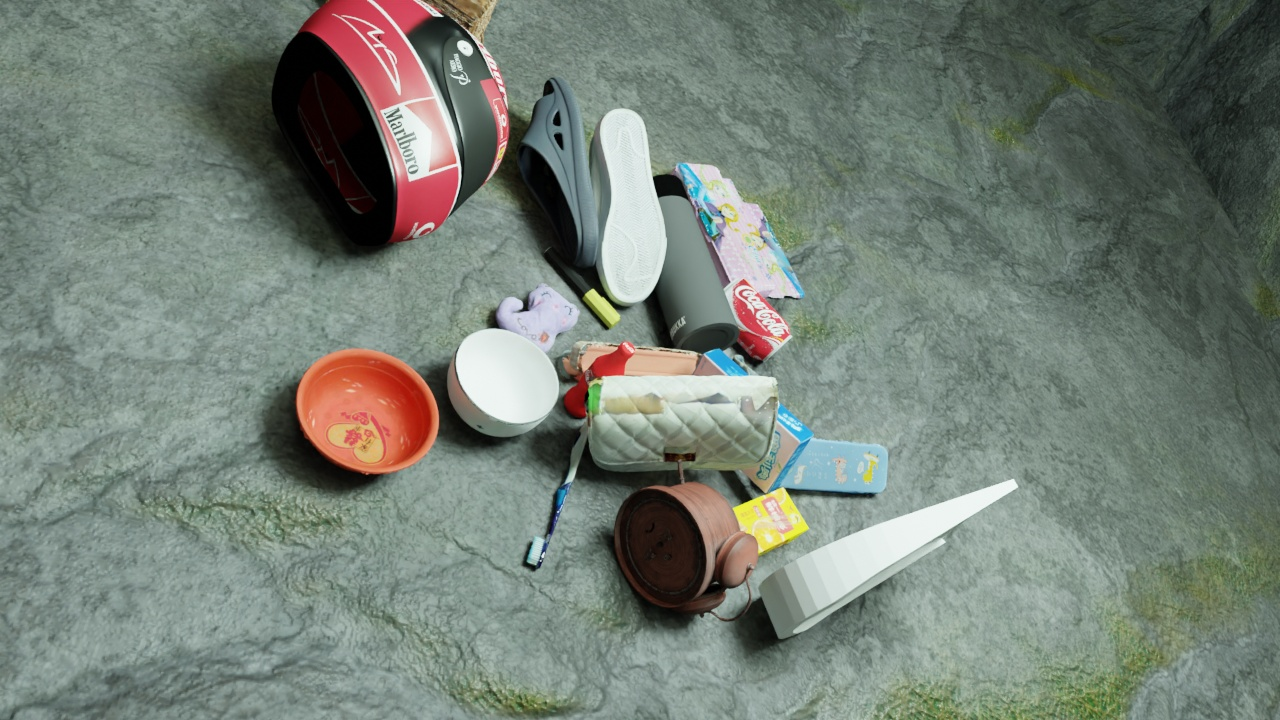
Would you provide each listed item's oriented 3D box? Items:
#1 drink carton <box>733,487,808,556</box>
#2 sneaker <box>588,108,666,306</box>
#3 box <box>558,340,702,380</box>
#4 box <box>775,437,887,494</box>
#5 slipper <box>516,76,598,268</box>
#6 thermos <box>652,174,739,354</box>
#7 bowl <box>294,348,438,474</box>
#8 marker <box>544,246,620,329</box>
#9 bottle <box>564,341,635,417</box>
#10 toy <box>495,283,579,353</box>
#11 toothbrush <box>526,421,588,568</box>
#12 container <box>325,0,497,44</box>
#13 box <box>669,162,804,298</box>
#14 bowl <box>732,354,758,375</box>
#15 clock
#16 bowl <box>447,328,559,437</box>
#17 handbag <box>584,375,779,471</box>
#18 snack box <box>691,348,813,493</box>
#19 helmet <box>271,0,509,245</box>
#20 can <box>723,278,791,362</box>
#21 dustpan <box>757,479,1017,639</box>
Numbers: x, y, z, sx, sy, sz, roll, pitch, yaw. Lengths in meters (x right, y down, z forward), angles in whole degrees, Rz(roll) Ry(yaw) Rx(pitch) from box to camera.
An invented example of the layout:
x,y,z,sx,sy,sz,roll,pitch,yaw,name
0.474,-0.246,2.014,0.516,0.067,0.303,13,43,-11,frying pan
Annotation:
x,y,z,sx,sy,sz,roll,pitch,yaw,name
0.122,0.188,1.014,0.134,0.043,0.058,-13,65,-42,drink carton
-0.024,-0.186,1.156,0.089,0.091,0.242,-4,87,-16,sneaker
-0.009,0.009,1.074,0.187,0.064,0.056,7,90,-35,box
0.228,0.127,1.128,0.209,0.059,0.068,7,56,-31,box
-0.113,-0.232,1.147,0.083,0.111,0.267,-6,64,-16,slipper
0.050,-0.124,1.178,0.082,0.082,0.240,3,56,-34,thermos
-0.256,0.055,0.847,0.130,0.045,0.130,19,48,-23,bowl
-0.071,-0.090,1.113,0.124,0.018,0.021,48,43,8,marker
-0.041,0.018,0.974,0.036,0.119,0.036,19,49,-23,bottle
-0.117,-0.051,1.036,0.080,0.037,0.099,39,45,-5,toy
-0.081,0.131,0.935,0.017,0.016,0.188,23,46,-5,toothbrush
-0.289,-0.470,1.187,0.198,0.113,0.113,31,44,-13,container
0.147,-0.187,1.333,0.159,0.035,0.230,-4,61,-37,box
0.131,0.051,1.107,0.110,0.055,0.110,51,10,-13,bowl
0.049,0.189,0.909,0.072,0.121,0.157,-10,55,-48,clock
-0.146,0.030,0.932,0.113,0.063,0.113,19,48,-22,bowl
0.043,0.067,0.946,0.195,0.139,0.072,-1,56,2,handbag
0.116,0.068,1.046,0.033,0.088,0.154,-20,56,-45,snack box
-0.251,-0.268,0.996,0.224,0.198,0.271,-28,84,-45,helmet
0.145,-0.053,1.203,0.105,0.064,0.064,48,44,6,can
0.252,0.219,0.962,0.257,0.192,0.053,-15,64,-15,dustpan
